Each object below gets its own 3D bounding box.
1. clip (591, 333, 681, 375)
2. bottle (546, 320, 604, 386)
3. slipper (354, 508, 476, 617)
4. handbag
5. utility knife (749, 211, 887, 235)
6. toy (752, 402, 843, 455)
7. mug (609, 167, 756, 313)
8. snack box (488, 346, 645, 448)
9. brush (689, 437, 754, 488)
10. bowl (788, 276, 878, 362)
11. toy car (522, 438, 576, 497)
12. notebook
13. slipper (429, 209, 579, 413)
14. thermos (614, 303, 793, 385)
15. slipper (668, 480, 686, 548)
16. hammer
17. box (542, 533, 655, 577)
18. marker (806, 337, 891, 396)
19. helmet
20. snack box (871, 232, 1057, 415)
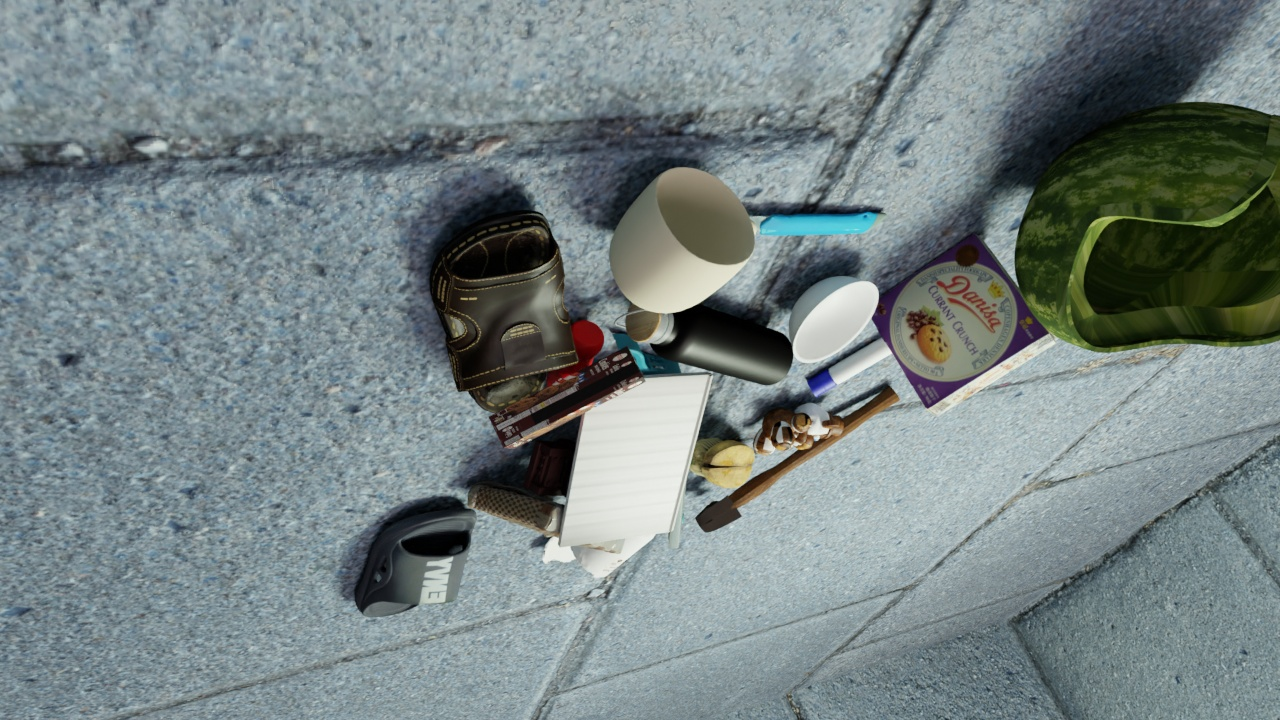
[{"bbox_3d":[-0.023,0.015,0.952,0.114,0.028,0.127,-30,150,7],"label":"clip"},{"bbox_3d":[-0.070,0.010,0.897,0.036,0.036,0.119,-4,145,-29],"label":"bottle"},{"bbox_3d":[-0.278,0.269,1.118,0.110,0.083,0.269,3,142,-34],"label":"slipper"},{"bbox_3d":[-0.108,0.184,1.087,0.124,0.047,0.185,10,165,30],"label":"handbag"},{"bbox_3d":[0.150,-0.128,0.852,0.205,0.015,0.031,-6,145,-34],"label":"utility knife"},{"bbox_3d":[0.207,0.088,1.182,0.112,0.067,0.087,5,165,-21],"label":"toy"},{"bbox_3d":[0.035,-0.091,0.755,0.120,0.096,0.100,-5,156,-37],"label":"mug"},{"bbox_3d":[-0.066,0.035,0.850,0.141,0.031,0.051,-27,173,1],"label":"snack box"},{"bbox_3d":[0.106,0.128,1.157,0.195,0.043,0.059,19,88,-68],"label":"brush"},{"bbox_3d":[0.194,-0.052,0.971,0.109,0.040,0.110,-24,144,-19],"label":"bowl"},{"bbox_3d":[-0.047,0.130,1.054,0.169,0.062,0.070,10,99,-44],"label":"toy car"},{"bbox_3d":[-0.007,0.108,0.989,0.142,0.009,0.210,-3,120,-27],"label":"notebook"},{"bbox_3d":[-0.111,-0.022,0.780,0.113,0.075,0.268,-15,149,-16],"label":"slipper"},{"bbox_3d":[0.064,-0.022,0.914,0.231,0.061,0.061,14,133,-46],"label":"thermos"},{"bbox_3d":[0.034,0.135,1.133,0.055,0.098,0.269,9,138,6],"label":"slipper"},{"bbox_3d":[0.213,0.136,1.257,0.323,0.033,0.115,-35,175,5],"label":"hammer"},{"bbox_3d":[-0.059,0.247,1.238,0.166,0.092,0.083,-44,149,16],"label":"box"},{"bbox_3d":[0.269,0.002,1.129,0.133,0.023,0.027,-32,170,14],"label":"marker"},{"bbox_3d":[0.489,-0.126,0.873,0.248,0.242,0.213,-16,131,44],"label":"helmet"},{"bbox_3d":[0.344,-0.039,0.998,0.148,0.143,0.040,-37,147,21],"label":"snack box"}]
